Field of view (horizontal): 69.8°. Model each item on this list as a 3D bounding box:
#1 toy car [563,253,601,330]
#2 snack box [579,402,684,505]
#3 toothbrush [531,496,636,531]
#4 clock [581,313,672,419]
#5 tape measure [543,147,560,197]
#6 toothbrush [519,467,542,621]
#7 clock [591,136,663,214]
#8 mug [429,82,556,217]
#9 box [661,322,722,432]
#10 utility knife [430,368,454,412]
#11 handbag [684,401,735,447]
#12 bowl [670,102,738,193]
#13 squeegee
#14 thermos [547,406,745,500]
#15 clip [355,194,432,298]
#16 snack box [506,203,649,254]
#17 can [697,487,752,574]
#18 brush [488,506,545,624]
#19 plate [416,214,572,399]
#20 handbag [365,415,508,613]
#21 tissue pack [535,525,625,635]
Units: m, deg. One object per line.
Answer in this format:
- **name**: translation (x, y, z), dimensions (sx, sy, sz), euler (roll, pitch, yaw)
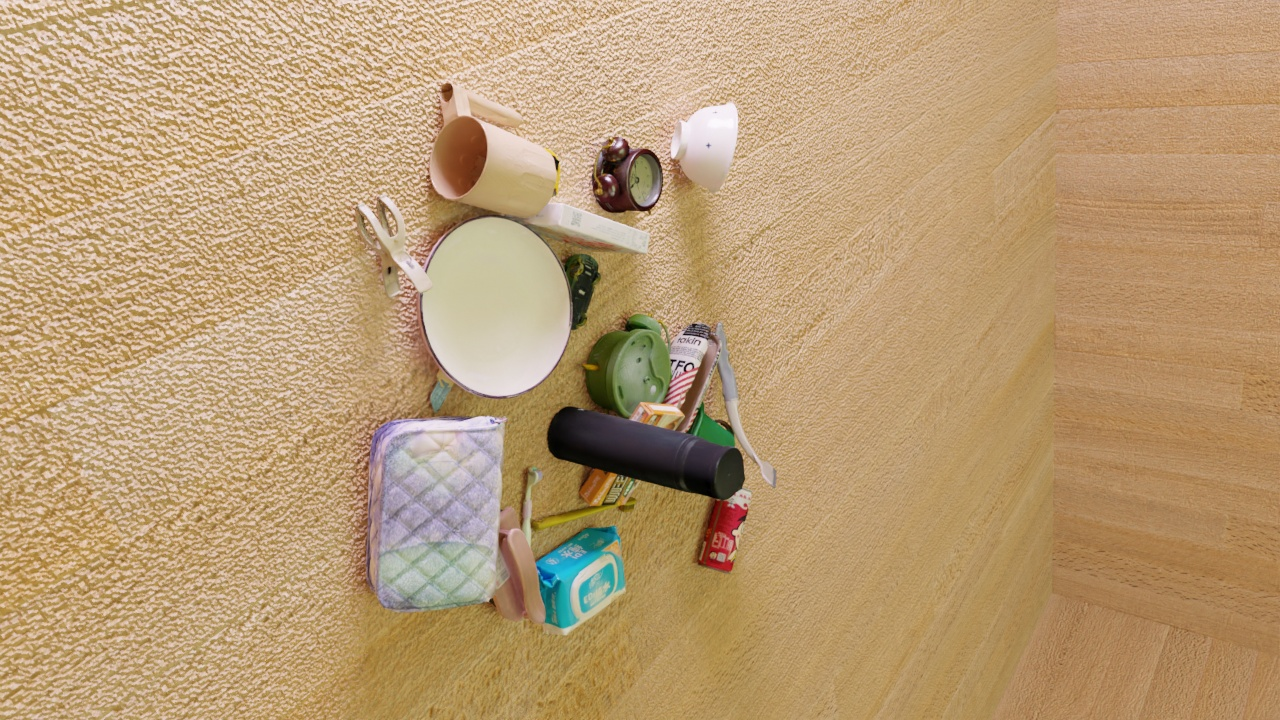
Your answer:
- **toy car**: translation (-0.078, -0.081, 1.086), dimensions (0.043, 0.036, 0.091), euler (26, 76, -52)
- **snack box**: translation (-0.010, 0.120, 1.173), dimensions (0.075, 0.026, 0.154), euler (9, 120, -53)
- **toothbrush**: translation (-0.068, 0.199, 1.180), dimensions (0.189, 0.016, 0.016), euler (-4, 107, -51)
- **clock**: translation (-0.007, 0.007, 1.181), dimensions (0.160, 0.056, 0.116), euler (-40, 128, -39)
- **tape measure**: translation (-0.111, -0.203, 0.999), dimensions (0.028, 0.060, 0.057), euler (8, 86, -50)
- **toothbrush**: translation (-0.135, 0.222, 1.098), dimensions (0.020, 0.029, 0.189), euler (5, 97, -10)
- **clock**: translation (-0.021, -0.222, 1.109), dimensions (0.121, 0.055, 0.082), euler (17, 85, -55)
- **mug**: translation (-0.153, -0.213, 0.939), dimensions (0.103, 0.084, 0.124), euler (7, 66, -54)
- **box**: translation (0.061, 0.029, 1.269), dimensions (0.077, 0.075, 0.163), euler (36, 68, -41)
- **utility knife**: translation (-0.184, -0.025, 0.988), dimensions (0.031, 0.019, 0.177), euler (43, 69, -41)
- **handbag**: translation (0.082, 0.123, 1.320), dimensions (0.131, 0.068, 0.120), euler (40, 58, -47)
- **bowl**: translation (0.077, -0.284, 1.203), dimensions (0.064, 0.118, 0.118), euler (9, 91, -13)
- **squeegee**: translation (0.142, 0.064, 1.350), dimensions (0.246, 0.039, 0.246), euler (8, 64, -81)
- **thermos**: translation (0.007, 0.113, 1.071), dimensions (0.090, 0.243, 0.068), euler (46, 63, -48)
- **clip**: translation (-0.240, -0.108, 0.877), dimensions (0.034, 0.060, 0.097), euler (-39, 115, -42)
- **snack box**: translation (-0.069, -0.149, 1.043), dimensions (0.156, 0.085, 0.027), euler (11, 88, -52)
- **can**: translation (0.131, 0.258, 1.416), dimensions (0.053, 0.053, 0.132), euler (27, 77, -51)
- **brush**: translation (-0.148, 0.241, 1.043), dimensions (0.063, 0.073, 0.146), euler (-40, 129, -41)
- **plate**: translation (-0.157, -0.056, 0.970), dimensions (0.192, 0.039, 0.192), euler (1, 88, -43)
- **handbag**: translation (-0.207, 0.152, 0.933), dimensions (0.134, 0.076, 0.194), euler (2, 99, -29)
- **tissue pack**: translation (-0.074, 0.274, 1.151), dimensions (0.139, 0.063, 0.090), euler (-25, 117, -46)
